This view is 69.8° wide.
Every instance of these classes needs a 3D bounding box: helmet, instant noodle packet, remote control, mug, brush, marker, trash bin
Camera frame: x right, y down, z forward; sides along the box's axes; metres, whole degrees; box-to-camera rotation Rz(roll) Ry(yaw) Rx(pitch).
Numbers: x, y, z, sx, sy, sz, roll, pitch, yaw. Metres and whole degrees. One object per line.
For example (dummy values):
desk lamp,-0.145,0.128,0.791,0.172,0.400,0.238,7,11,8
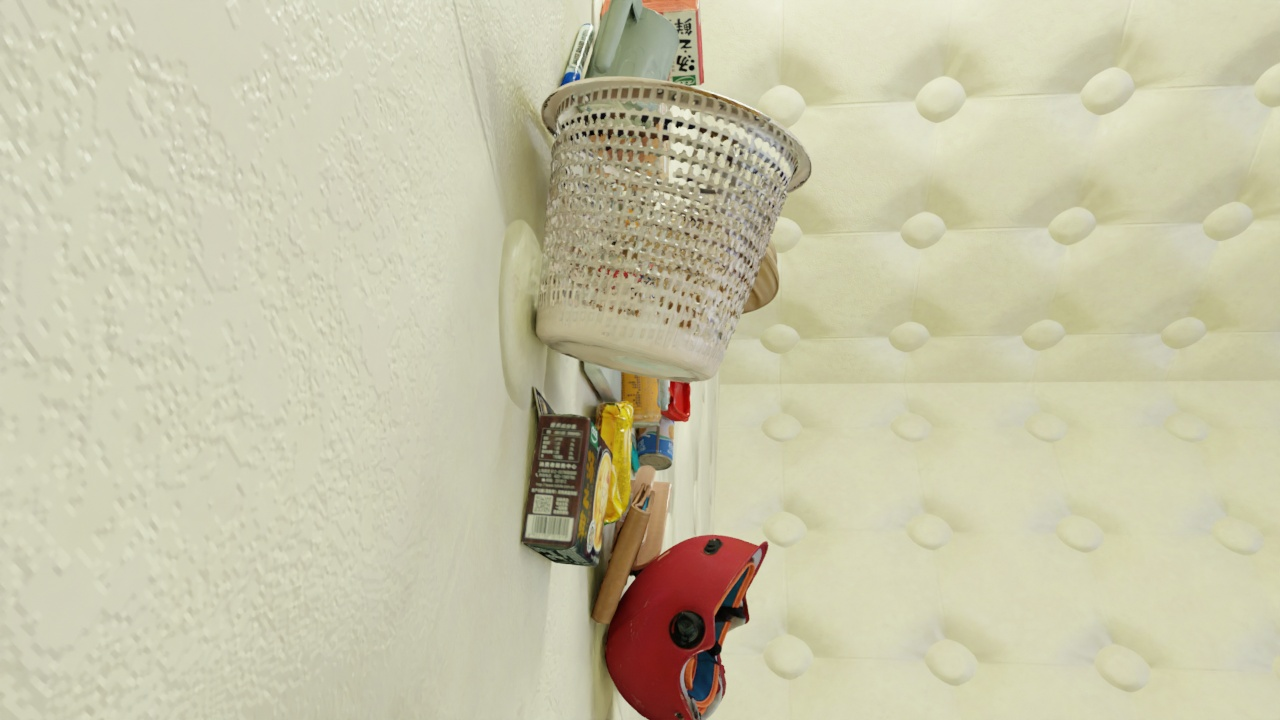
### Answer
helmet,0.044,0.296,1.048,0.240,0.144,0.206,-71,162,0
instant noodle packet,-0.030,0.107,0.977,0.110,0.044,0.128,5,87,-84
remote control,-0.040,0.005,0.987,0.150,0.021,0.058,67,22,-71
mug,-0.017,-0.296,0.907,0.124,0.084,0.103,61,43,-67
brush,0.000,0.199,1.131,0.145,0.063,0.073,-77,168,-54
marker,-0.060,-0.291,0.884,0.145,0.017,0.017,-82,169,-48
trash bin,0.009,-0.091,0.746,0.227,0.227,0.192,50,53,-78

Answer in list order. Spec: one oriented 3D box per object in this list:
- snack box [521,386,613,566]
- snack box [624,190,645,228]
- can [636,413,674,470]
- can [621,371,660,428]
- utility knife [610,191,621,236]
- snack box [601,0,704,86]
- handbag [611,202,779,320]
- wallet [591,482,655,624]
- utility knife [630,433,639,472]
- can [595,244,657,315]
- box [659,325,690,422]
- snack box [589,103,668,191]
snack box,-0.060,0.099,0.756,0.113,0.053,0.125,69,27,-69
snack box,-0.003,-0.227,1.164,0.156,0.027,0.076,98,-3,-56
can,0.023,0.090,1.336,0.053,0.053,0.134,77,14,-57
can,-0.006,0.006,1.087,0.058,0.058,0.146,36,52,-80
utility knife,-0.027,-0.228,1.125,0.034,0.018,0.207,79,14,-55
snack box,0.018,-0.373,1.106,0.127,0.113,0.044,80,11,-51
handbag,0.064,-0.108,1.128,0.099,0.205,0.148,-85,155,-44
wallet,-0.014,0.206,0.998,0.119,0.035,0.131,-70,179,-82
utility knife,-0.011,0.117,1.231,0.178,0.013,0.029,77,16,-58
can,-0.016,-0.073,1.008,0.066,0.066,0.094,-78,165,-59
box,0.043,-0.024,1.280,0.160,0.050,0.200,47,43,-67
snack box,-0.011,-0.241,1.016,0.092,0.077,0.094,-15,105,-82
